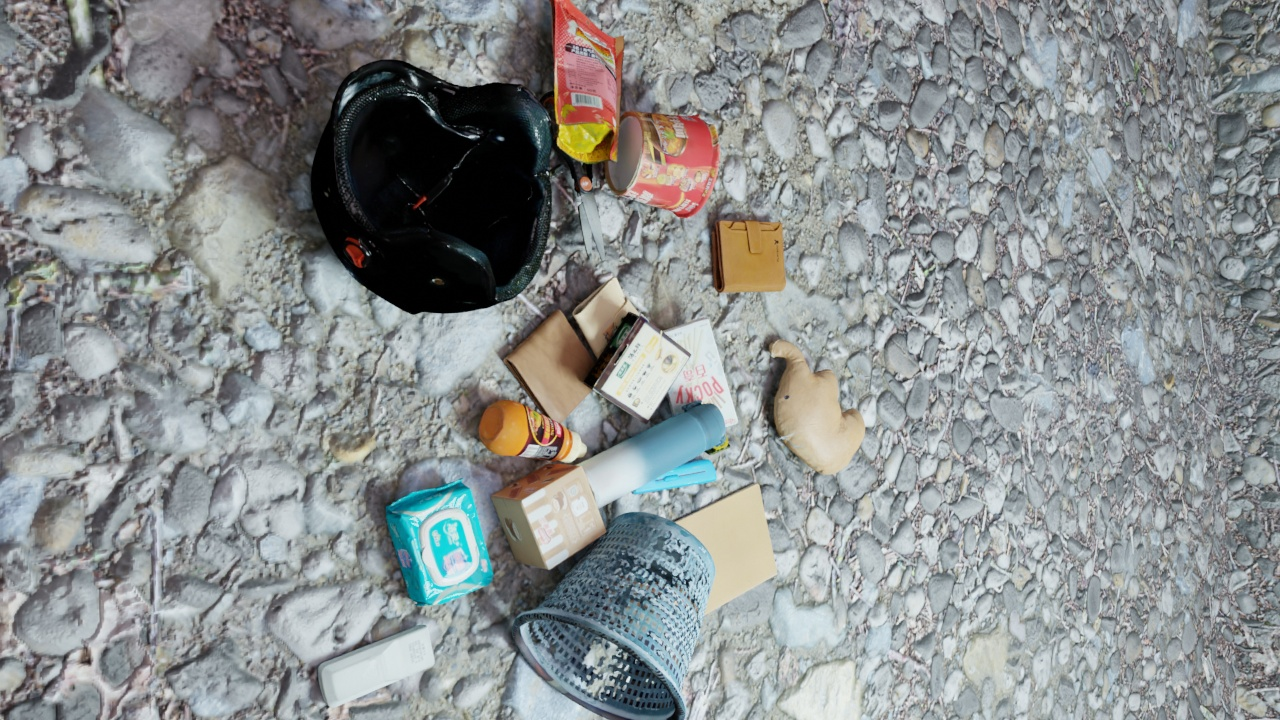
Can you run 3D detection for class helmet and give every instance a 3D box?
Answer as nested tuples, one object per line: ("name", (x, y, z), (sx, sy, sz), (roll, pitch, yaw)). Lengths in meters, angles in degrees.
("helmet", (-0.222, -0.169, 0.952), (0.274, 0.231, 0.232), (39, 52, -30))

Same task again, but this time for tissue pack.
("tissue pack", (-0.228, 0.206, 1.044), (0.093, 0.050, 0.133), (-20, 100, -35))

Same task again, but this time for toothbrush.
("toothbrush", (-0.156, -0.195, 1.134), (0.185, 0.017, 0.012), (-44, 115, -31))

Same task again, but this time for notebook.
("notebook", (0.112, 0.280, 1.324), (0.207, 0.008, 0.148), (-19, 100, -36))

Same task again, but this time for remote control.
("remote control", (-0.289, 0.336, 1.011), (0.124, 0.024, 0.049), (-15, 97, -37))

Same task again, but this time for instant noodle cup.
("instant noodle cup", (0.023, -0.261, 1.207), (0.108, 0.138, 0.138), (4, 86, -28))

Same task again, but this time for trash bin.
("trash bin", (-0.012, 0.303, 1.121), (0.226, 0.227, 0.194), (54, 47, -23))

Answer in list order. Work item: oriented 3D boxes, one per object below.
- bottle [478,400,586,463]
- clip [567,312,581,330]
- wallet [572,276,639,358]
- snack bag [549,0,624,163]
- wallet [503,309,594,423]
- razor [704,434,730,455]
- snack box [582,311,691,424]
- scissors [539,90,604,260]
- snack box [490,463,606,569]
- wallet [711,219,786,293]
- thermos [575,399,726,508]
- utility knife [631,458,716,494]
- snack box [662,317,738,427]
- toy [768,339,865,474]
("bottle", (-0.124, 0.095, 1.124), (0.149, 0.067, 0.066), (22, 75, -42))
("clip", (-0.069, -0.067, 1.192), (0.026, 0.024, 0.056), (47, 66, -23))
("wallet", (-0.035, -0.044, 1.199), (0.087, 0.024, 0.115), (-48, 129, -27))
("snack bag", (-0.067, -0.359, 1.160), (0.128, 0.073, 0.207), (21, 58, -43))
("wallet", (-0.107, 0.010, 1.163), (0.101, 0.020, 0.115), (-46, 117, -30))
("razor", (0.100, 0.067, 1.314), (0.043, 0.028, 0.132), (-16, 96, -33))
("snack box", (-0.007, 0.007, 1.186), (0.125, 0.053, 0.113), (36, 86, -42))
("scissors", (-0.062, -0.240, 1.180), (0.160, 0.022, 0.234), (-34, 98, -39))
("snack box", (-0.112, 0.187, 1.116), (0.094, 0.077, 0.093), (-28, 105, -35))
("wallet", (0.163, -0.155, 1.366), (0.131, 0.031, 0.108), (-4, 92, -38))
("thermos", (0.014, 0.121, 1.202), (0.220, 0.070, 0.070), (-26, 104, -26))
("utility knife", (0.023, 0.165, 1.257), (0.202, 0.018, 0.034), (-6, 92, -36))
("snack box", (0.074, 0.026, 1.274), (0.084, 0.027, 0.157), (-19, 100, -8))
("toy", (0.258, 0.074, 1.403), (0.226, 0.083, 0.143), (53, 55, -20))
